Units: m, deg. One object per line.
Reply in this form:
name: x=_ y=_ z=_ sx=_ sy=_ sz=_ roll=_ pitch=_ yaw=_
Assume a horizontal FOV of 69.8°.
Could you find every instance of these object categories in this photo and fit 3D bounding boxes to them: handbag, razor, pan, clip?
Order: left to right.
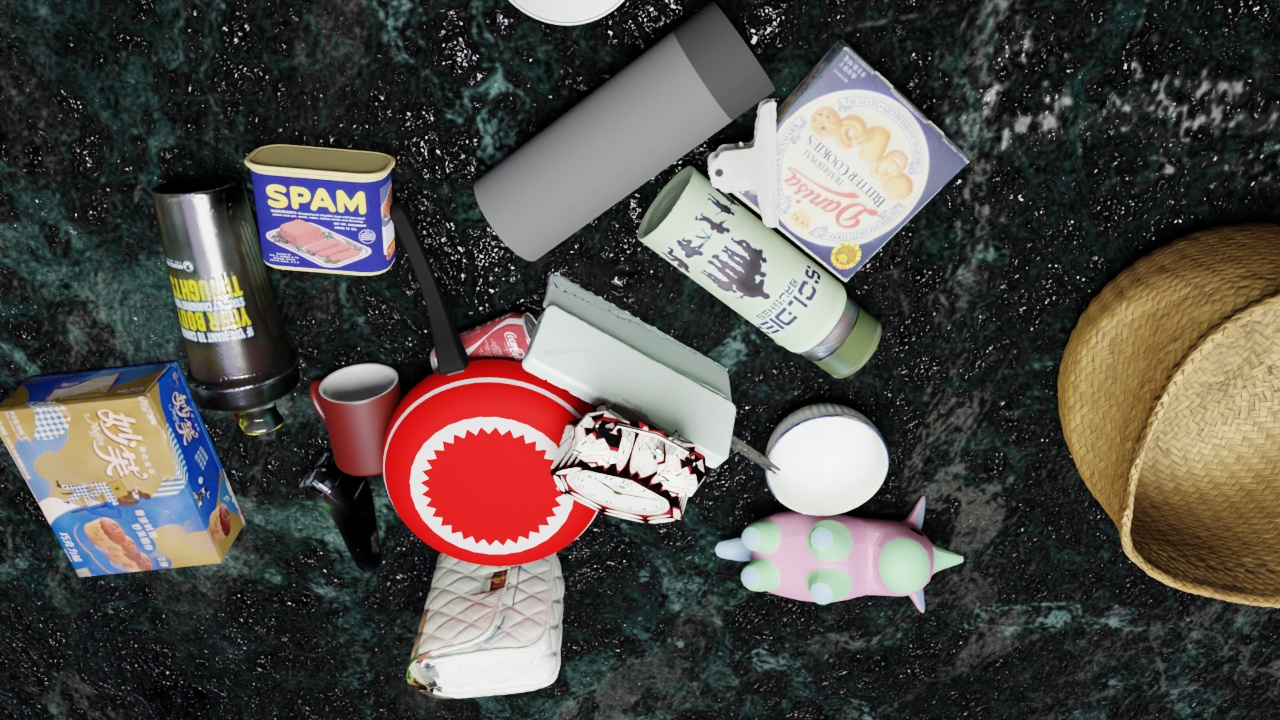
razor: x=-0.308 y=0.162 z=0.955 sx=0.067 sy=0.053 sz=0.152 roll=1 pitch=127 yaw=11
pan: x=-0.152 y=0.036 z=0.809 sx=0.209 sy=0.067 sz=0.356 roll=-15 pitch=116 yaw=6
handbag: x=-0.149 y=0.244 z=0.917 sx=0.139 sy=0.194 sz=0.072 roll=-6 pitch=113 yaw=-1
clip: x=0.083 y=-0.151 z=0.727 sx=0.058 sy=0.050 sz=0.102 roll=-10 pitch=117 yaw=-7

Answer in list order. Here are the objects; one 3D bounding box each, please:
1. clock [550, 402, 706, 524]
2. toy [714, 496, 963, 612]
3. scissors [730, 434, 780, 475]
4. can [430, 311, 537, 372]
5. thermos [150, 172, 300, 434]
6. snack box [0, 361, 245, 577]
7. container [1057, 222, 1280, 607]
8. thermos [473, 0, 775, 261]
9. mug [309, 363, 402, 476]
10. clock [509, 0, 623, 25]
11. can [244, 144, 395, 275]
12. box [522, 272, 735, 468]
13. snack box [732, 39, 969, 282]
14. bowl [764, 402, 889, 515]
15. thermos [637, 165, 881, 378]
clock: x=-0.006 y=0.076 z=0.739 sx=0.114 sy=0.065 sz=0.155 roll=21 pitch=153 yaw=-7
toy: x=0.199 y=0.199 z=0.940 sx=0.223 sy=0.170 sz=0.120 roll=-1 pitch=86 yaw=34
scissors: x=0.065 y=0.051 z=0.871 sx=0.171 sy=0.012 sz=0.121 roll=9 pitch=113 yaw=23
can: x=-0.141 y=-0.008 z=0.850 sx=0.097 sy=0.054 sz=0.054 roll=-21 pitch=118 yaw=12
thermos: x=-0.365 y=-0.049 z=0.809 sx=0.098 sy=0.098 sz=0.221 roll=-2 pitch=116 yaw=1
snack box: x=-0.509 y=0.111 z=0.910 sx=0.155 sy=0.069 sz=0.203 roll=-6 pitch=120 yaw=3
container: x=0.533 y=0.038 z=0.794 sx=0.307 sy=0.196 sz=0.307 roll=1 pitch=119 yaw=1
thermos: x=-0.015 y=-0.180 z=0.734 sx=0.241 sy=0.082 sz=0.082 roll=-33 pitch=115 yaw=17
mug: x=-0.276 y=0.053 z=0.882 sx=0.106 sy=0.073 sz=0.083 roll=14 pitch=123 yaw=25
clock: x=-0.042 y=-0.317 z=0.678 sx=0.159 sy=0.045 sz=0.123 roll=-7 pitch=120 yaw=3
can: x=-0.267 y=-0.127 z=0.781 sx=0.116 sy=0.056 sz=0.092 roll=4 pitch=121 yaw=-2
box: x=-0.003 y=0.003 z=0.809 sx=0.197 sy=0.134 sz=0.041 roll=30 pitch=132 yaw=-16
snack box: x=0.169 y=-0.162 z=0.767 sx=0.144 sy=0.042 sz=0.145 roll=35 pitch=113 yaw=-17
bowl: x=0.177 y=0.087 z=0.898 sx=0.118 sy=0.062 sz=0.118 roll=0 pitch=119 yaw=0
thermos: x=0.108 y=-0.068 z=0.803 sx=0.231 sy=0.082 sz=0.082 roll=34 pitch=114 yaw=-18
